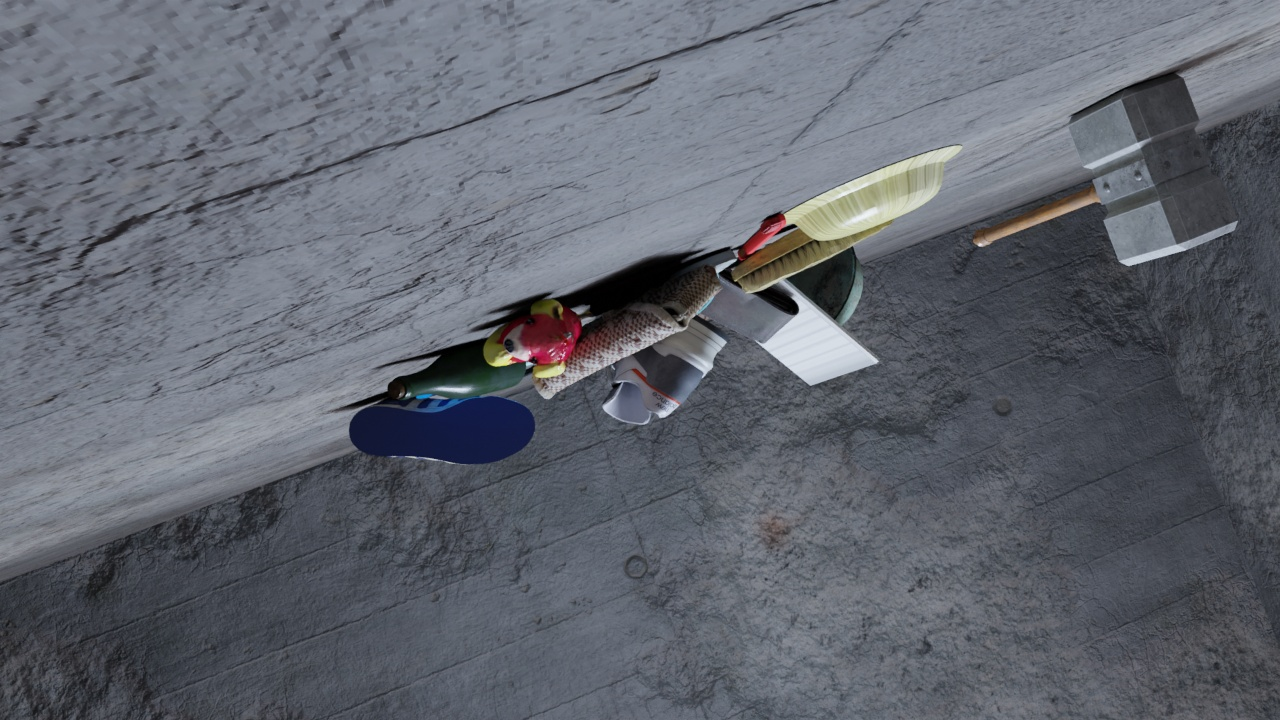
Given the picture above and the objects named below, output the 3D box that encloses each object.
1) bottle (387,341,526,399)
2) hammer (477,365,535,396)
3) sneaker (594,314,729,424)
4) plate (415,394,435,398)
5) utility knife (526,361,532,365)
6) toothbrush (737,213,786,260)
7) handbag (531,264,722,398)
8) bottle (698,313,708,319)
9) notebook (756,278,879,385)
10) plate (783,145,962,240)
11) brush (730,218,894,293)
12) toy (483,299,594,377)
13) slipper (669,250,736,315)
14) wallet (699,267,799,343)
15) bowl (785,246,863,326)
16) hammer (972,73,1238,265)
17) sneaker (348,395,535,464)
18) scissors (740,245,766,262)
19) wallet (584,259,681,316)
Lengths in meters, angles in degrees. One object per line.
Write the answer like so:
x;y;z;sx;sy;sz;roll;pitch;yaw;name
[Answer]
-0.190;0.015;0.941;0.055;0.055;0.173;-21;178;32;bottle
-0.110;0.002;1.312;0.324;0.095;0.015;-23;149;-17;hammer
-0.006;0.006;1.019;0.240;0.089;0.124;3;-117;62;sneaker
-0.175;-0.002;1.144;0.224;0.024;0.224;-20;179;-1;plate
-0.130;0.003;1.043;0.166;0.015;0.022;-18;179;-5;utility knife
0.115;-0.121;0.930;0.018;0.012;0.212;-20;179;-4;toothbrush
-0.016;-0.033;0.906;0.186;0.047;0.123;-25;-169;31;handbag
0.029;-0.054;1.256;0.157;0.068;0.068;-20;179;-10;bottle
0.193;-0.046;1.208;0.143;0.209;0.009;-27;-151;59;notebook
0.221;-0.148;0.875;0.184;0.036;0.184;-21;179;0;plate
0.191;-0.128;0.999;0.195;0.043;0.059;-26;179;8;brush
-0.091;-0.022;0.846;0.105;0.067;0.137;-28;-171;-15;toy
0.055;-0.076;1.079;0.098;0.054;0.269;-25;179;-18;slipper
0.130;-0.071;1.173;0.100;0.120;0.031;-51;-163;61;wallet
0.251;-0.094;1.259;0.038;0.157;0.158;21;157;-27;bowl
0.473;-0.173;1.022;0.082;0.162;0.318;-20;179;-18;hammer
-0.262;0.089;1.228;0.233;0.091;0.118;-3;-178;-11;sneaker
0.185;-0.144;1.150;0.140;0.011;0.133;-19;180;43;scissors
-0.010;-0.073;0.934;0.091;0.018;0.116;-20;177;-8;wallet
